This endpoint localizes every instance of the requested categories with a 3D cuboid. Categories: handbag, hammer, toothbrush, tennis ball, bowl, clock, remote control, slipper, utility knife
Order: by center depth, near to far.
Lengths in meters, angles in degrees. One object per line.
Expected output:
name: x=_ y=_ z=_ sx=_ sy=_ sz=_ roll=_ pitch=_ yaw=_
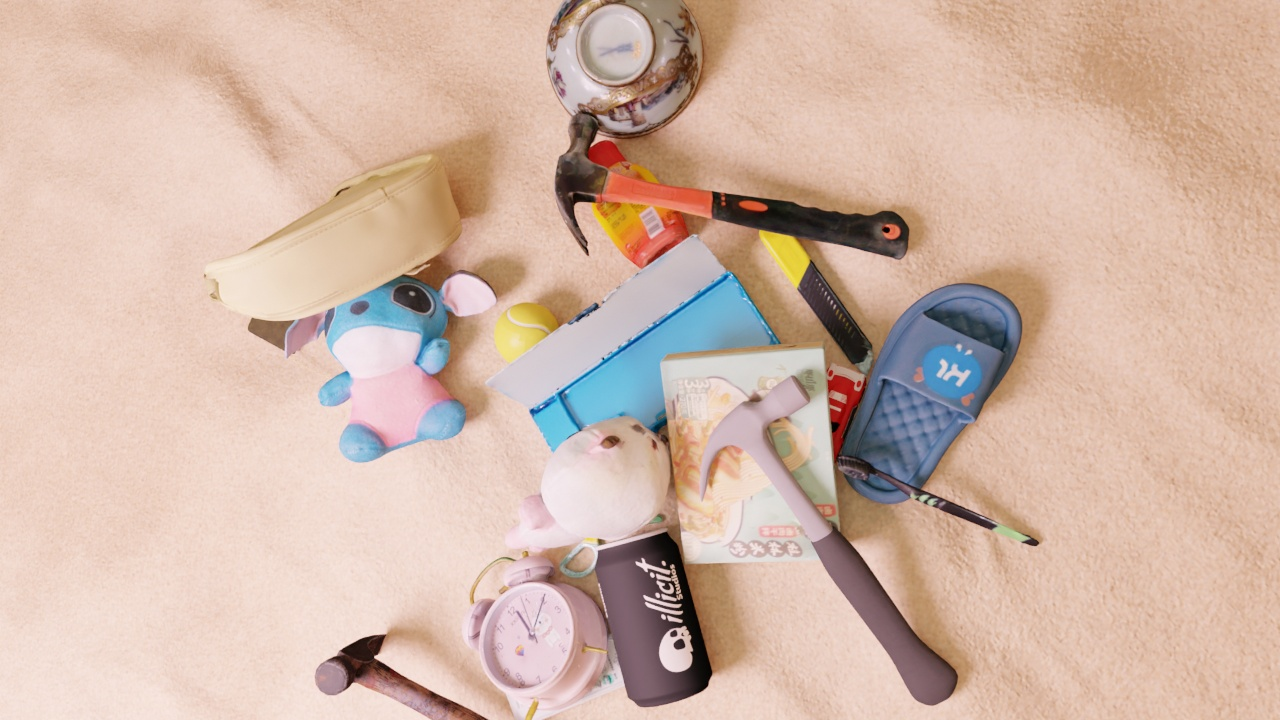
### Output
hammer: x=0.166 y=0.169 z=0.786 sx=0.125 sy=0.029 sz=0.311 roll=-35 pitch=93 yaw=15
toothbrush: x=0.255 y=0.123 z=0.790 sx=0.188 sy=0.017 sz=0.014 roll=23 pitch=130 yaw=1
slipper: x=0.247 y=0.028 z=0.800 sx=0.104 sy=0.059 sz=0.214 roll=32 pitch=98 yaw=10
hammer: x=0.082 y=-0.142 z=0.855 sx=0.333 sy=0.033 sz=0.133 roll=10 pitch=72 yaw=5
utility knife: x=0.167 y=-0.061 z=0.859 sx=0.029 sy=0.020 sz=0.174 roll=-35 pitch=75 yaw=11
clock: x=-0.105 y=0.253 z=0.872 sx=0.117 sy=0.059 sz=0.158 roll=-45 pitch=55 yaw=-1
bowl: x=-0.019 y=-0.295 z=0.874 sx=0.160 sy=0.093 sz=0.160 roll=1 pitch=103 yaw=4
hammer: x=-0.143 y=0.355 z=0.878 sx=0.330 sy=0.120 sz=0.033 roll=25 pitch=92 yaw=8
remote control: x=-0.067 y=0.307 z=0.886 sx=0.133 sy=0.022 sz=0.050 roll=-26 pitch=78 yaw=12
tennis ball: x=-0.113 y=-0.025 z=0.913 sx=0.065 sy=0.065 sz=0.065 roll=-2 pitch=83 yaw=16
handbag: x=-0.303 y=-0.118 z=0.921 sx=0.191 sy=0.232 sz=0.088 roll=4 pitch=126 yaw=40
handbag: x=-0.340 y=-0.025 z=1.006 sx=0.178 sy=0.027 sz=0.084 roll=27 pitch=90 yaw=12

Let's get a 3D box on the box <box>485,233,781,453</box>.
box: x=-0.006 y=0.004 z=0.853 sx=0.244 sy=0.113 sz=0.114 roll=-34 pitch=76 yaw=10

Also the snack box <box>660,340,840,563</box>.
snack box: x=0.101 y=0.084 z=0.821 sx=0.141 sy=0.044 sz=0.193 roll=-4 pitch=101 yaw=13

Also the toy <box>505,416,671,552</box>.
toy: x=-0.048 y=0.123 z=0.829 sx=0.180 sy=0.138 sz=0.101 roll=-37 pitch=69 yaw=26

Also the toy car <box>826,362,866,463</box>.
toy car: x=0.175 y=0.050 z=0.841 sx=0.038 sy=0.025 sz=0.089 roll=22 pitch=90 yaw=17

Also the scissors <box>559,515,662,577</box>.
scissors: x=-0.037 y=0.166 z=0.898 sx=0.131 sy=0.012 sz=0.112 roll=-3 pitch=86 yaw=15

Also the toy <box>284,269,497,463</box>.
toy: x=-0.244 y=-0.002 z=0.937 sx=0.224 sy=0.099 sz=0.191 roll=-14 pitch=84 yaw=-1

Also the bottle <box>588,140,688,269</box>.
bottle: x=-0.012 y=-0.157 z=0.906 sx=0.071 sy=0.048 sz=0.134 roll=-37 pitch=75 yaw=8

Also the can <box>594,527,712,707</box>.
can: x=0.010 y=0.233 z=0.840 sx=0.080 sy=0.080 sz=0.146 roll=-18 pitch=80 yaw=14
